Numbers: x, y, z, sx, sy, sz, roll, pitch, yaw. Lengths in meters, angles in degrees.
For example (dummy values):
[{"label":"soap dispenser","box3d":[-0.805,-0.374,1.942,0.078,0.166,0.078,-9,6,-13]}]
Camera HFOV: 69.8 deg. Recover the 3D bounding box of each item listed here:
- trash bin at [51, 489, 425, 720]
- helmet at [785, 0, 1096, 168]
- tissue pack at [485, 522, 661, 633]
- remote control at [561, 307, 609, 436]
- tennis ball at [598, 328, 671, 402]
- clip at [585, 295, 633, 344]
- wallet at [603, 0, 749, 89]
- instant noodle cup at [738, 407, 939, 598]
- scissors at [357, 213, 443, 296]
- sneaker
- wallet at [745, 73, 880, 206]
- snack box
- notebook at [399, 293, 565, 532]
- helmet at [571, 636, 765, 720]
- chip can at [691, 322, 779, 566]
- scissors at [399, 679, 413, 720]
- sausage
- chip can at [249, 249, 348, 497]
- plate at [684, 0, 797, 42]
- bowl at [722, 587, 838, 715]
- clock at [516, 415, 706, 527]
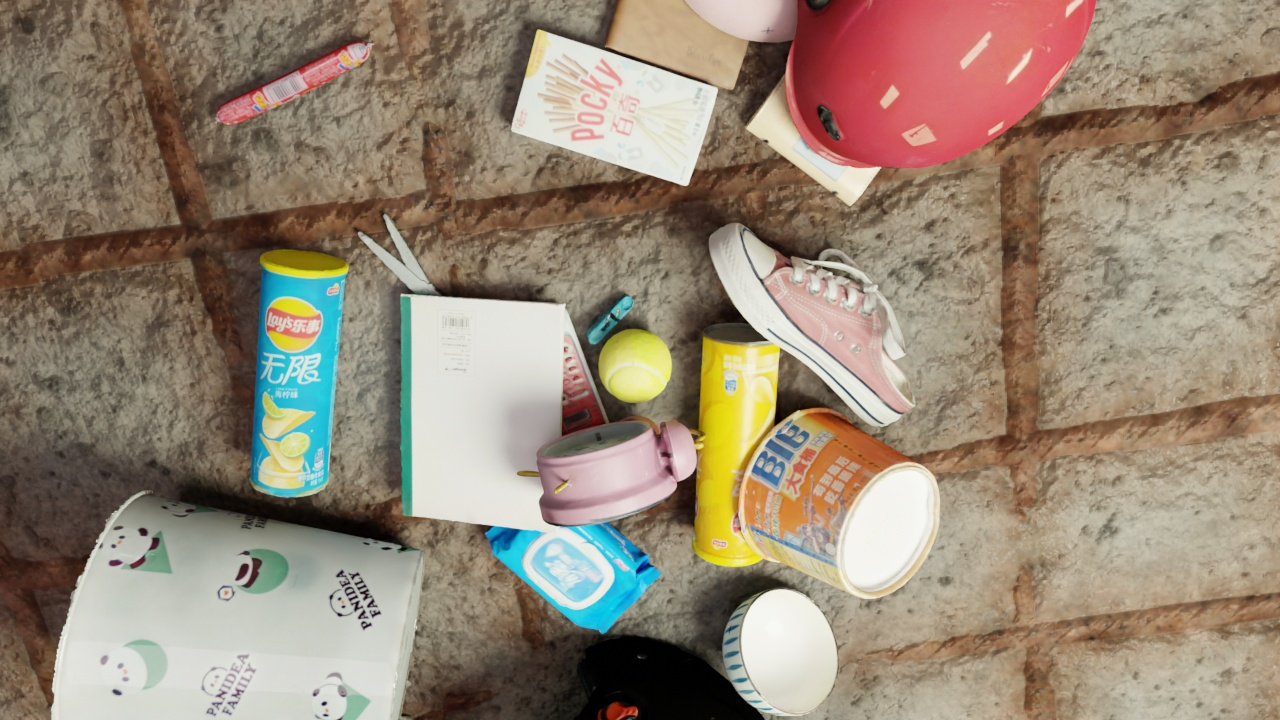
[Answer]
[{"label":"trash bin","box3d":[-0.333,0.246,0.815,0.252,0.229,0.230,9,107,-8]},{"label":"helmet","box3d":[0.227,-0.242,0.670,0.206,0.144,0.240,23,105,-25]},{"label":"tissue pack","box3d":[-0.063,0.190,0.877,0.157,0.052,0.095,43,103,-12]},{"label":"remote control","box3d":[-0.072,0.018,0.835,0.056,0.020,0.136,-20,107,-4]},{"label":"tennis ball","box3d":[-0.005,0.005,0.812,0.065,0.065,0.065,0,107,0]},{"label":"clip","box3d":[-0.027,-0.037,0.822,0.013,0.037,0.055,43,95,-14]},{"label":"wallet","box3d":[0.039,-0.287,0.745,0.115,0.020,0.101,16,107,-7]},{"label":"instant noodle cup","box3d":[0.177,0.127,0.793,0.151,0.111,0.151,-11,111,-31]},{"label":"scissors","box3d":[-0.177,-0.056,0.821,0.144,0.012,0.170,-3,109,1]},{"label":"sneaker","box3d":[0.162,-0.042,0.777,0.241,0.118,0.088,41,121,-17]},{"label":"wallet","box3d":[0.159,-0.198,0.771,0.115,0.024,0.087,34,109,-10]},{"label":"snack box","box3d":[-0.022,-0.209,0.765,0.157,0.026,0.085,16,107,-6]},{"label":"notebook","box3d":[-0.143,0.048,0.822,0.150,0.012,0.209,4,102,8]},{"label":"helmet","box3d":[0.013,0.409,0.855,0.274,0.230,0.234,-14,112,-36]},{"label":"chip can","box3d":[0.087,0.076,0.831,0.072,0.072,0.213,2,107,0]},{"label":"scissors","box3d":[-0.350,0.363,0.953,0.224,0.015,0.189,-43,102,11]},{"label":"sausage","box3d":[-0.288,-0.230,0.764,0.156,0.020,0.020,-22,106,7]},{"label":"chip can","box3d":[-0.305,0.012,0.813,0.071,0.071,0.210,10,107,-3]},{"label":"plate","box3d":[0.107,-0.347,0.703,0.192,0.039,0.192,-1,104,-6]},{"label":"bowl","box3d":[0.126,0.283,0.886,0.116,0.116,0.066,38,143,-11]},{"label":"clock","box3d":[-0.016,0.087,0.781,0.158,0.117,0.060,-16,98,-25]}]
